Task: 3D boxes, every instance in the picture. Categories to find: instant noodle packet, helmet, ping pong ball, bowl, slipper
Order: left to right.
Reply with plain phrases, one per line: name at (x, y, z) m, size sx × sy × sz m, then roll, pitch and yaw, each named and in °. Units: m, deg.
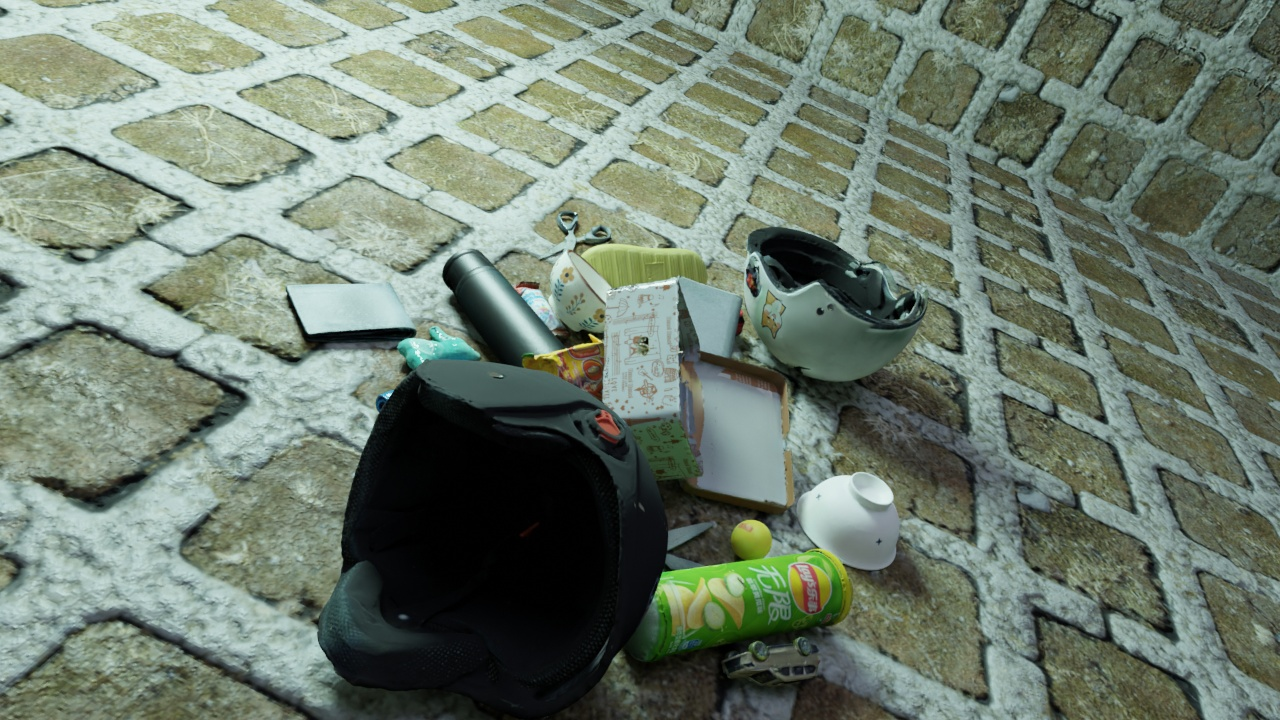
helmet at (-0.092, 0.122, 0.675) m, size 0.275 × 0.234 × 0.229 m, roll 34°, pitch 17°, yaw 28°
instant noodle packet at (-0.065, 0.043, 0.928) m, size 0.044 × 0.128 × 0.110 m, roll -7°, pitch 6°, yaw 42°
bowl at (-0.073, -0.076, 1.136) m, size 0.113 × 0.062 × 0.113 m, roll 47°, pitch 12°, yaw -14°
slipper at (-0.003, -0.109, 1.248) m, size 0.190 × 0.091 × 0.082 m, roll -3°, pitch -1°, yaw -22°
ping pong ball at (0.109, 0.177, 0.905) m, size 0.040 × 0.040 × 0.040 m, roll 17°, pitch 32°, yaw -11°
helmet at (0.245, -0.064, 1.254) m, size 0.229 × 0.157 × 0.274 m, roll -1°, pitch 28°, yaw -32°
bowl at (0.236, 0.160, 0.991) m, size 0.118 × 0.065 × 0.118 m, roll 17°, pitch 31°, yaw -11°

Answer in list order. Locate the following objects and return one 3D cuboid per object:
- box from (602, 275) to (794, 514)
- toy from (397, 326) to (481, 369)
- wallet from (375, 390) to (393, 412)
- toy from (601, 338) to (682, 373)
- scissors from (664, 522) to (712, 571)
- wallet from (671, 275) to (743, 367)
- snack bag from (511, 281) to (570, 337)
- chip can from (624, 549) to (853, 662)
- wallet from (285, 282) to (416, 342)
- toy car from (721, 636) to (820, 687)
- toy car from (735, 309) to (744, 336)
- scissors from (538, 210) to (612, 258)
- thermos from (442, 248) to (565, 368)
box at (0.055, 0.048, 0.971) m, size 0.272 × 0.131 × 0.178 m, roll 34°, pitch 45°, yaw -38°
toy at (-0.220, -0.010, 0.993) m, size 0.091 × 0.030 × 0.096 m, roll -2°, pitch 32°, yaw -43°
wallet at (-0.181, 0.048, 0.921) m, size 0.106 × 0.040 × 0.132 m, roll 33°, pitch 33°, yaw 25°
toy at (-0.006, 0.006, 1.067) m, size 0.156 × 0.066 × 0.105 m, roll -17°, pitch 66°, yaw -37°
scissors at (-0.021, 0.172, 0.846) m, size 0.225 × 0.022 × 0.220 m, roll 33°, pitch 33°, yaw 16°
wallet at (0.070, -0.039, 1.177) m, size 0.106 × 0.037 × 0.129 m, roll 18°, pitch 62°, yaw -6°
snack bag at (-0.125, -0.061, 1.132) m, size 0.045 × 0.026 × 0.105 m, roll 3°, pitch 39°, yaw -42°
chip can at (0.083, 0.212, 0.805) m, size 0.221 × 0.073 × 0.072 m, roll 1°, pitch 38°, yaw -32°
wallet at (-0.318, -0.055, 1.007) m, size 0.120 × 0.019 × 0.097 m, roll -3°, pitch 38°, yaw -34°
toy car at (0.111, 0.258, 0.780) m, size 0.090 × 0.042 × 0.035 m, roll 9°, pitch 55°, yaw -32°
toy car at (0.090, -0.055, 1.246) m, size 0.120 × 0.045 × 0.053 m, roll -9°, pitch 42°, yaw -38°
scissors at (-0.102, -0.177, 1.341) m, size 0.162 × 0.014 × 0.166 m, roll -5°, pitch 43°, yaw -34°
thermos at (-0.141, -0.037, 1.051) m, size 0.090 × 0.068 × 0.242 m, roll 19°, pitch 24°, yaw -49°
